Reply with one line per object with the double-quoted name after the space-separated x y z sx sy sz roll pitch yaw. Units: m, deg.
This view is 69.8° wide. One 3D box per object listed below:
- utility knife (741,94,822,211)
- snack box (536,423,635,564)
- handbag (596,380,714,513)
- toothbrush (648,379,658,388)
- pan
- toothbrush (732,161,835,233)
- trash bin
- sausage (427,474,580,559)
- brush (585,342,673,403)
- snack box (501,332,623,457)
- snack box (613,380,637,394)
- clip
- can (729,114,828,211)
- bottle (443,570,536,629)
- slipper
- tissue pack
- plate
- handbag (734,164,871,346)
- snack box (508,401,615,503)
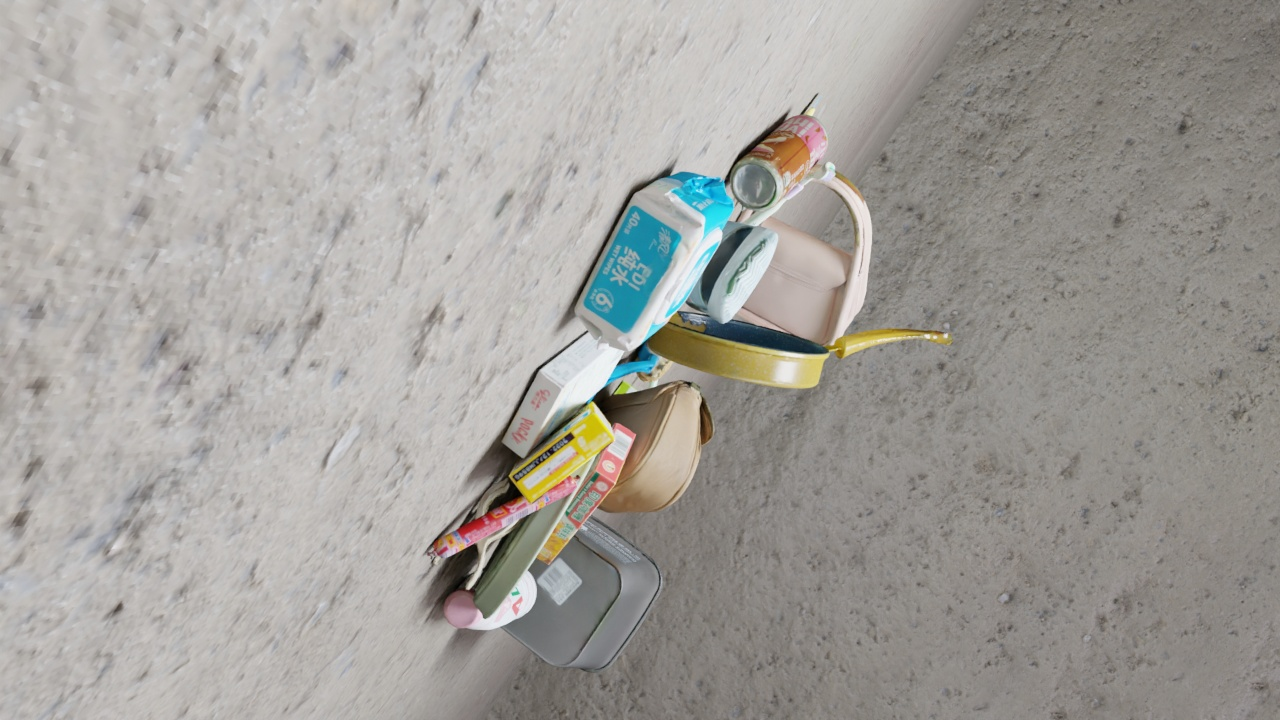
0.170 -0.247 1.075 0.176 0.019 0.031 -50 176 -10 "utility knife"
-0.061 0.139 0.946 0.156 0.027 0.076 -53 -173 37 "snack box"
-0.001 0.102 1.035 0.205 0.099 0.147 -15 -134 59 "handbag"
0.008 0.071 1.216 0.021 0.029 0.189 7 -102 57 "toothbrush"
0.183 -0.020 1.019 0.197 0.357 0.078 -136 -124 -71 "pan"
0.138 -0.161 1.024 0.190 0.020 0.029 -33 -175 38 "toothbrush"
-0.098 0.319 1.280 0.198 0.199 0.220 -55 166 -7 "trash bin"
-0.117 0.135 0.804 0.155 0.020 0.020 -25 156 -31 "sausage"
-0.006 0.006 1.044 0.083 0.046 0.254 -54 169 23 "brush"
-0.057 0.016 0.796 0.085 0.027 0.156 -59 171 32 "snack box"
-0.031 0.077 1.208 0.085 0.026 0.156 -54 172 -5 "snack box"
-0.149 0.149 0.835 0.103 0.076 0.034 -42 170 -15 "clip"
0.146 -0.207 0.953 0.146 0.058 0.058 -47 169 -46 "can"
-0.174 0.275 1.053 0.068 0.068 0.197 -55 169 -2 "bottle"
0.074 -0.099 0.951 0.104 0.074 0.245 -56 -172 -1 "slipper"
0.013 -0.075 0.695 0.140 0.063 0.089 -60 171 30 "tissue pack"
-0.107 0.158 0.944 0.230 0.027 0.230 -57 -175 7 "plate"
0.200 -0.139 1.156 0.093 0.193 0.235 -51 162 -41 "handbag"
-0.067 0.076 0.797 0.087 0.034 0.140 -37 -175 -2 "snack box"
